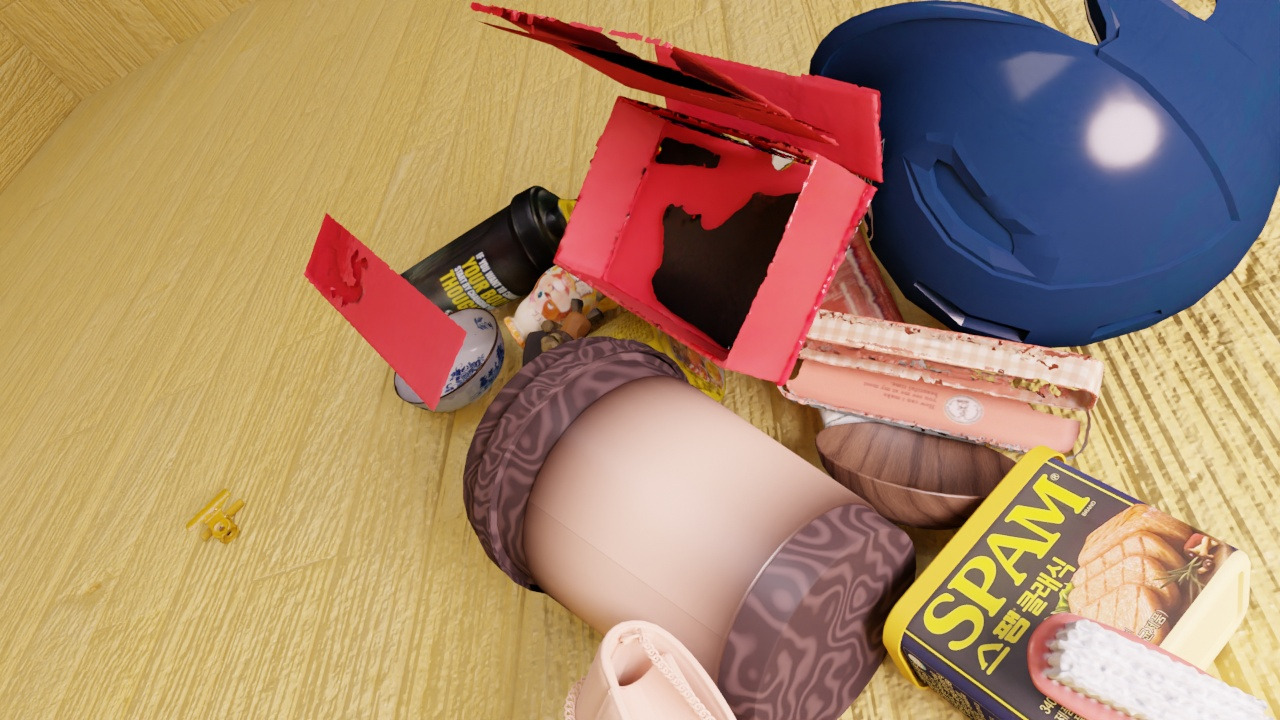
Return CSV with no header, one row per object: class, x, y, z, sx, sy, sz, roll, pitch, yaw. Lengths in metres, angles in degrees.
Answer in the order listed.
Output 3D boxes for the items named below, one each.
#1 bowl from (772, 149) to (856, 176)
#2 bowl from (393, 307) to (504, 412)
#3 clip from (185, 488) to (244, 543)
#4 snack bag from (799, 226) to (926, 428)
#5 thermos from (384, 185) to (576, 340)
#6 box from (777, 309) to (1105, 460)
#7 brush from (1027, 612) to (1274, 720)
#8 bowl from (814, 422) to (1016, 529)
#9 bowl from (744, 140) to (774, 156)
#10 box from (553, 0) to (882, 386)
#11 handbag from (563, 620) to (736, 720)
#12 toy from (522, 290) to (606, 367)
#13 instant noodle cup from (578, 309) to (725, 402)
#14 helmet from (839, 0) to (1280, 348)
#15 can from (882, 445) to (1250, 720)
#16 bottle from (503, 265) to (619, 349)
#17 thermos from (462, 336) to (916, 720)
bowl,0.166,-0.175,0.727,0.117,0.067,0.117,-49,14,16
bowl,-0.168,0.008,0.849,0.114,0.045,0.114,-20,42,19
clip,-0.407,0.158,0.893,0.048,0.045,0.054,43,76,6
snack bag,0.148,-0.035,0.673,0.077,0.041,0.224,-24,42,14
thermos,-0.147,-0.094,0.908,0.221,0.098,0.098,-26,40,21
box,0.171,0.011,0.547,0.187,0.079,0.054,11,26,23
brush,0.240,0.149,0.360,0.172,0.030,0.041,24,75,9
bowl,0.159,0.070,0.532,0.119,0.032,0.119,6,14,-2
bowl,0.137,-0.191,0.825,0.105,0.054,0.104,-21,42,19
box,0.043,-0.204,0.531,0.107,0.410,0.211,-12,30,-31
handbag,-0.050,0.209,0.407,0.186,0.199,0.116,-4,40,-30
toy,-0.060,-0.016,0.778,0.076,0.062,0.100,29,88,29
instant noodle cup,-0.004,0.004,0.701,0.108,0.102,0.102,-25,40,24
helmet,0.225,-0.123,0.550,0.272,0.232,0.223,28,91,14
can,0.205,0.125,0.444,0.135,0.075,0.104,-45,43,-12
bottle,-0.069,-0.052,0.825,0.109,0.063,0.063,-35,39,2
thermos,0.026,0.100,0.533,0.226,0.173,0.172,29,70,41
